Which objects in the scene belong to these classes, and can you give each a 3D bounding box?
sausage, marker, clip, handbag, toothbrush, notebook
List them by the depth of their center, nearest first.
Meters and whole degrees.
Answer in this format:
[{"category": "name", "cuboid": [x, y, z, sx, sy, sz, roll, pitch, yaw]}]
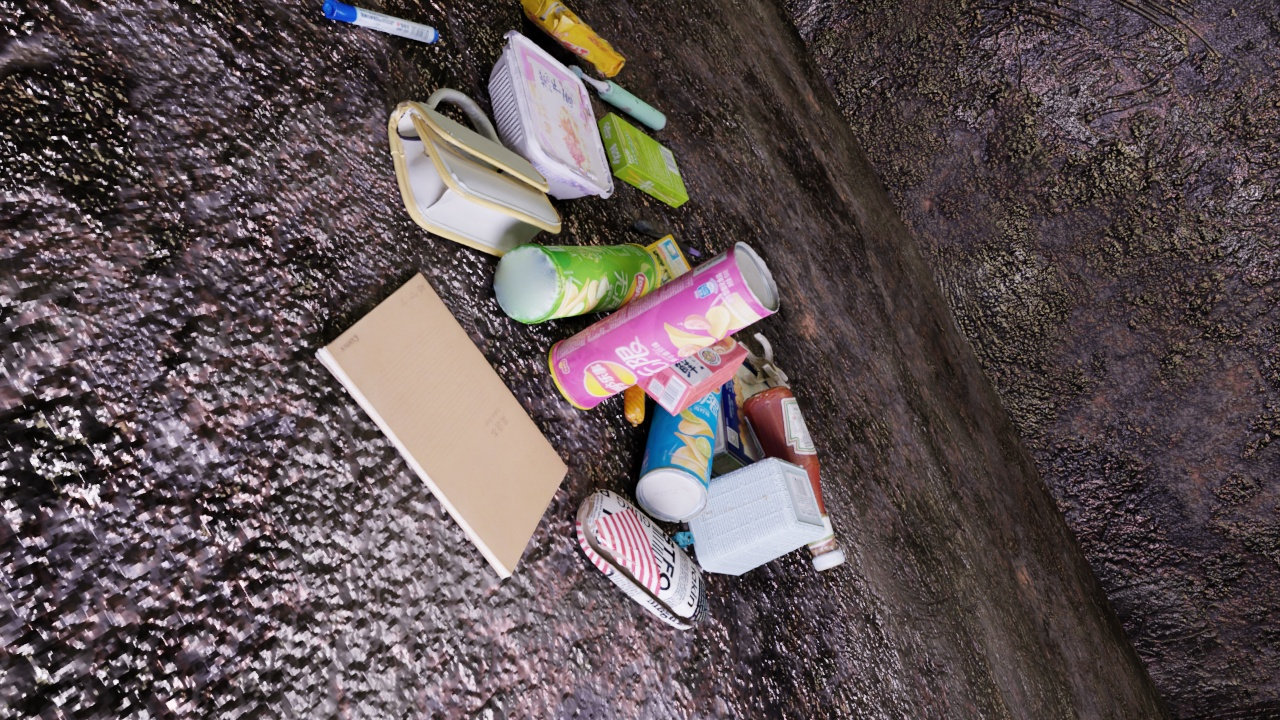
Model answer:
[{"category": "notebook", "cuboid": [-0.141, 0.043, 0.708, 0.211, 0.012, 0.149, 55, 26, -14]}, {"category": "handbag", "cuboid": [-0.156, -0.191, 0.850, 0.163, 0.063, 0.178, 15, 49, -57]}, {"category": "marker", "cuboid": [-0.240, -0.317, 0.863, 0.017, 0.017, 0.145, 64, 27, 4]}, {"category": "clip", "cuboid": [0.038, 0.174, 0.888, 0.056, 0.049, 0.015, 16, 48, -66]}, {"category": "sausage", "cuboid": [-0.006, 0.006, 0.966, 0.021, 0.021, 0.164, 42, 34, -35]}, {"category": "clip", "cuboid": [0.154, 0.018, 1.124, 0.102, 0.035, 0.094, 56, 22, -27]}, {"category": "toothbrush", "cuboid": [0.042, -0.159, 1.213, 0.188, 0.017, 0.014, 12, 55, -59]}, {"category": "toothbrush", "cuboid": [-0.031, -0.362, 1.261, 0.224, 0.026, 0.027, 11, 78, -57]}]

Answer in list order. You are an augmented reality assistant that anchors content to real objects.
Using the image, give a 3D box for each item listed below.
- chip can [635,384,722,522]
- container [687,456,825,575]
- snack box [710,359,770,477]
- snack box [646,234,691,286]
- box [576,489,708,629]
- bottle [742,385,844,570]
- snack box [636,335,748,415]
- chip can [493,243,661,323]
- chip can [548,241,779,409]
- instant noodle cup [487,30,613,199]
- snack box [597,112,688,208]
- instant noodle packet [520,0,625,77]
[{"category": "chip can", "cuboid": [0.044, 0.067, 0.943, 0.071, 0.071, 0.209, 50, 30, -23]}, {"category": "container", "cuboid": [0.118, 0.158, 0.941, 0.090, 0.112, 0.089, 23, 47, -51]}, {"category": "snack box", "cuboid": [0.128, 0.081, 1.104, 0.182, 0.046, 0.177, 39, 35, -37]}, {"category": "snack box", "cuboid": [0.025, -0.097, 1.105, 0.087, 0.034, 0.140, 59, 25, -5]}, {"category": "box", "cuboid": [0.008, 0.172, 0.798, 0.164, 0.060, 0.071, 45, 48, -30]}, {"category": "bottle", "cuboid": [0.174, 0.131, 1.025, 0.059, 0.060, 0.206, 2, 65, -60]}, {"category": "snack box", "cuboid": [0.027, -0.016, 0.933, 0.127, 0.044, 0.113, 40, 38, 17]}, {"category": "chip can", "cuboid": [-0.057, -0.079, 0.900, 0.220, 0.073, 0.072, -13, 77, -63]}, {"category": "chip can", "cuboid": [0.018, -0.028, 0.829, 0.071, 0.211, 0.071, 41, 34, -36]}, {"category": "instant noodle cup", "cuboid": [-0.105, -0.253, 0.993, 0.138, 0.060, 0.173, 20, 47, -53]}, {"category": "snack box", "cuboid": [0.005, -0.267, 1.235, 0.156, 0.026, 0.085, 14, 53, -56]}, {"category": "instant noodle packet", "cuboid": [-0.088, -0.418, 1.170, 0.111, 0.044, 0.128, 46, 14, 34]}]
